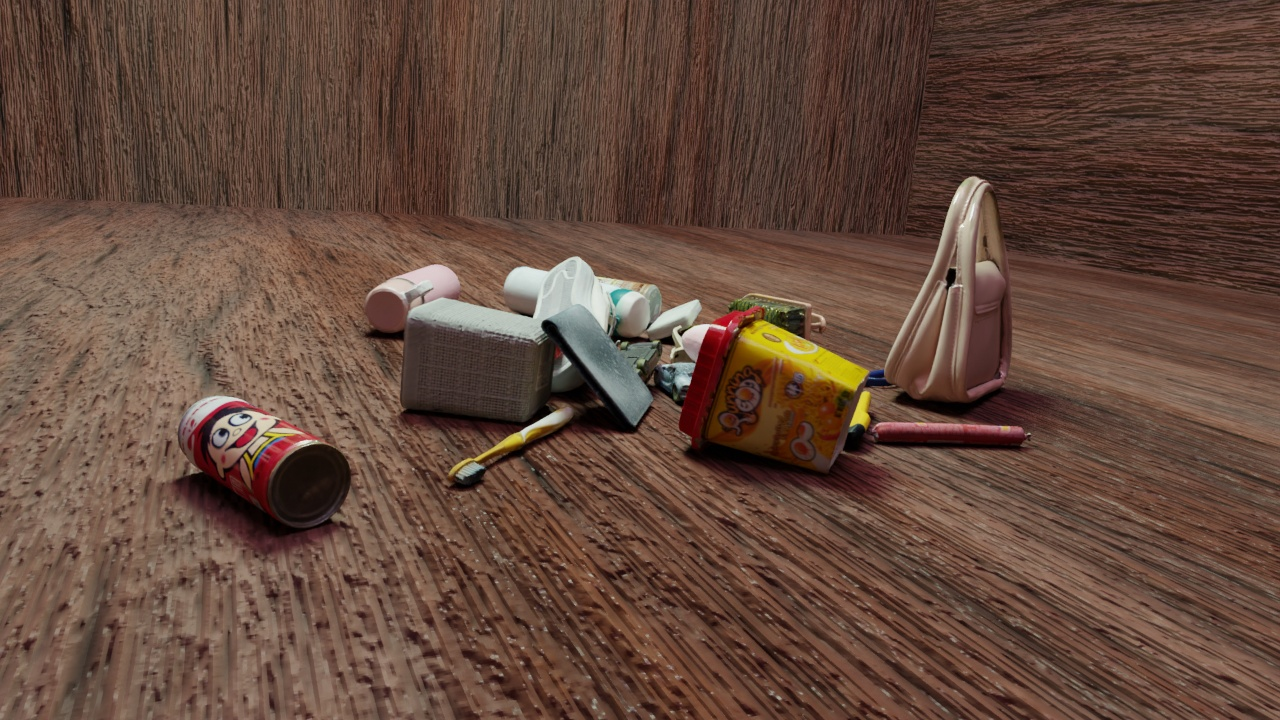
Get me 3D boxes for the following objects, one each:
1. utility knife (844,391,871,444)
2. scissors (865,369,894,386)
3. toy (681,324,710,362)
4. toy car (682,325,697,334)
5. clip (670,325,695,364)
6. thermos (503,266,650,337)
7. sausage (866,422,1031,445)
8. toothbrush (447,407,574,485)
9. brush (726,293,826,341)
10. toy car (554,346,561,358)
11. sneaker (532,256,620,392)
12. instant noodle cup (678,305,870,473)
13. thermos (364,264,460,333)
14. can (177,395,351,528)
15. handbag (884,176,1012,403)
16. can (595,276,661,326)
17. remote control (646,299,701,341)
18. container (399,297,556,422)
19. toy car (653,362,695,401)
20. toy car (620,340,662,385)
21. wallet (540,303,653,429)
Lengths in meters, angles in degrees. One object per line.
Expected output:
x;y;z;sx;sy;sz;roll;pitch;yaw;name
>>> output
0.198;0.053;0.843;0.033;0.015;0.153;-25;2;21;utility knife
0.219;0.020;1.019;0.162;0.012;0.175;0;15;-16;scissors
0.110;0.003;0.956;0.121;0.054;0.159;15;12;-25;toy
0.106;-0.033;1.173;0.105;0.032;0.048;1;14;-8;toy car
0.042;-0.012;1.060;0.084;0.035;0.104;14;24;26;clip
-0.086;-0.077;1.223;0.224;0.073;0.073;15;17;38;thermos
0.276;0.066;0.820;0.156;0.020;0.020;3;13;-9;sausage
-0.092;0.064;0.712;0.018;0.016;0.191;20;17;17;toothbrush
0.177;-0.055;1.224;0.073;0.063;0.146;-8;15;-30;brush
-0.123;-0.001;0.890;0.106;0.031;0.049;-25;28;2;toy car
-0.065;-0.021;0.984;0.090;0.091;0.241;-31;27;14;sneaker
0.112;0.028;0.747;0.124;0.116;0.115;21;17;18;instant noodle cup
-0.279;-0.084;1.161;0.087;0.067;0.198;-31;6;10;thermos
-0.242;0.061;0.584;0.133;0.053;0.053;16;17;40;can
0.347;-0.077;0.983;0.093;0.234;0.192;15;16;32;handbag
-0.033;-0.084;1.288;0.116;0.058;0.058;10;14;25;can
0.047;-0.053;1.228;0.058;0.021;0.149;-21;7;14;remote control
-0.139;0.001;0.813;0.114;0.090;0.090;10;14;8;container
0.047;0.019;0.922;0.049;0.031;0.105;3;11;-17;toy car
-0.005;0.005;0.919;0.042;0.035;0.090;0;25;18;toy car
-0.036;0.004;0.825;0.019;0.121;0.097;-38;2;17;wallet
